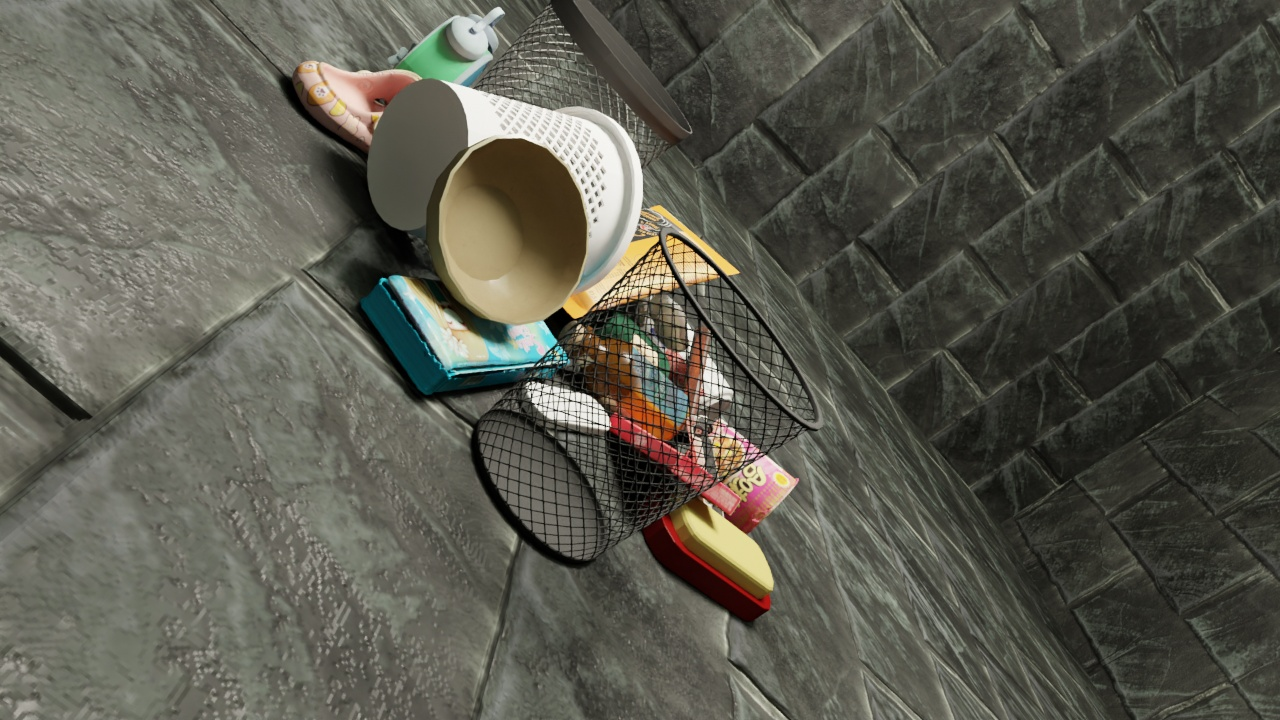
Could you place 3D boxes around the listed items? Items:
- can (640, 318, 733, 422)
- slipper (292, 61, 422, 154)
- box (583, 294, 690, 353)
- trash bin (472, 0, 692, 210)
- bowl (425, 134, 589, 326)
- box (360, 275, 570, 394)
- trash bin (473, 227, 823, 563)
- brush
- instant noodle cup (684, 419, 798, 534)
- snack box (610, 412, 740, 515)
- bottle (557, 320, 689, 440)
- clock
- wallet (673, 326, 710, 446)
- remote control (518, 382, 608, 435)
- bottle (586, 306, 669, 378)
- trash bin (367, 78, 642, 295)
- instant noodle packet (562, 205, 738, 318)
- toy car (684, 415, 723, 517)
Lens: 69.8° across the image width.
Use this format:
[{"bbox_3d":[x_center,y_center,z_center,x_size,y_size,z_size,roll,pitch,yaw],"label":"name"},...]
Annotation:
[{"bbox_3d":[0.048,0.011,1.118,0.136,0.078,0.078,58,18,21],"label":"can"},{"bbox_3d":[-0.240,-0.241,0.895,0.197,0.082,0.093,19,37,-57],"label":"slipper"},{"bbox_3d":[0.003,-0.070,1.071,0.139,0.142,0.084,-70,164,-51],"label":"box"},{"bbox_3d":[-0.096,-0.277,1.084,0.218,0.228,0.217,45,18,-19],"label":"trash bin"},{"bbox_3d":[-0.114,-0.105,0.751,0.051,0.152,0.152,5,-22,44],"label":"bowl"},{"bbox_3d":[-0.136,-0.024,0.775,0.094,0.041,0.226,54,17,10],"label":"box"},{"bbox_3d":[-0.003,0.038,0.699,0.184,0.210,0.183,45,18,-19],"label":"trash bin"},{"bbox_3d":[0.070,0.182,0.880,0.173,0.042,0.082,40,20,-32],"label":"brush"},{"bbox_3d":[0.101,0.126,1.008,0.108,0.098,0.097,45,16,7],"label":"instant noodle cup"},{"bbox_3d":[0.029,0.098,0.885,0.089,0.021,0.133,40,-7,-32],"label":"snack box"},{"bbox_3d":[-0.022,0.018,0.941,0.157,0.068,0.067,42,19,-28],"label":"bottle"},{"bbox_3d":[-0.214,-0.332,1.008,0.075,0.162,0.121,48,18,-15],"label":"clock"},{"bbox_3d":[0.058,0.030,1.027,0.072,0.019,0.123,79,22,-71],"label":"wallet"},{"bbox_3d":[-0.068,0.046,0.855,0.043,0.013,0.136,59,18,23],"label":"remote control"},{"bbox_3d":[-0.006,0.006,1.017,0.131,0.061,0.061,45,16,-19],"label":"bottle"},{"bbox_3d":[-0.135,-0.170,0.871,0.199,0.196,0.195,7,46,-53],"label":"trash bin"},{"bbox_3d":[-0.022,-0.117,1.033,0.220,0.032,0.160,-18,46,-30],"label":"instant noodle packet"},{"bbox_3d":[0.061,0.114,0.951,0.039,0.039,0.113,11,67,-65],"label":"toy car"}]
